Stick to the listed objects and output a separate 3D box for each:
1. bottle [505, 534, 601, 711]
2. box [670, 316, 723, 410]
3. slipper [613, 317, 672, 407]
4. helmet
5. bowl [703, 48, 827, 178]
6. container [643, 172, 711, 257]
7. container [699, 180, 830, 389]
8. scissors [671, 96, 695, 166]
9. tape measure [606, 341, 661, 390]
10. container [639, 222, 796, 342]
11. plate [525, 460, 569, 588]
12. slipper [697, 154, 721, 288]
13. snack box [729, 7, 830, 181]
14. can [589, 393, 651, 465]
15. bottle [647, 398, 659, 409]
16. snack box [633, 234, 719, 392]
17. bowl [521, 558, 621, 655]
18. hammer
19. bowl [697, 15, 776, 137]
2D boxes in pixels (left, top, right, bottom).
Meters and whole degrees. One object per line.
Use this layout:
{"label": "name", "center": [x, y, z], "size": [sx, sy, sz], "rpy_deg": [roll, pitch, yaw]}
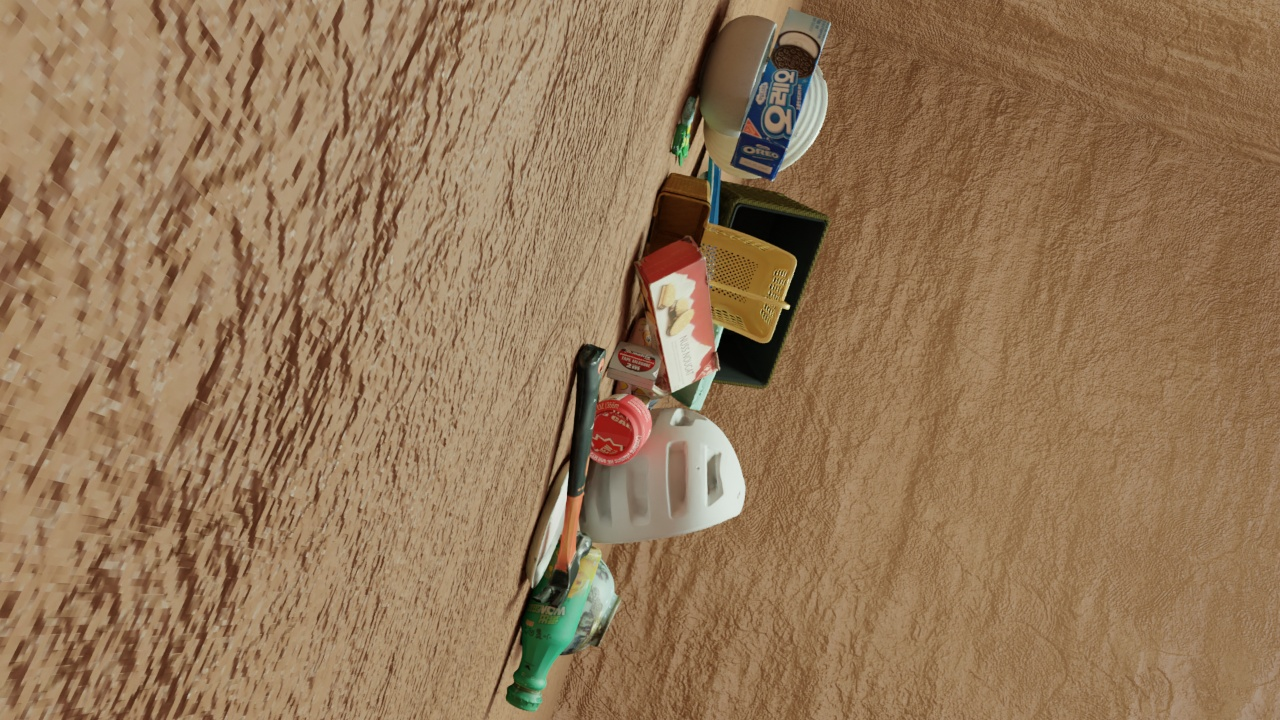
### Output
{"label": "bottle", "center": [-0.112, 0.324, 1.133], "size": [0.068, 0.068, 0.209], "rpy_deg": [66, 43, -84]}
{"label": "box", "center": [0.053, -0.020, 1.351], "size": [0.187, 0.033, 0.136], "rpy_deg": [36, -73, 55]}
{"label": "slipper", "center": [0.012, 0.019, 1.309], "size": [0.198, 0.081, 0.093], "rpy_deg": [100, 8, -51]}
{"label": "helmet", "center": [0.023, 0.170, 1.240], "size": [0.281, 0.225, 0.184], "rpy_deg": [-58, 131, -63]}
{"label": "bowl", "center": [0.141, -0.327, 1.162], "size": [0.070, 0.177, 0.177], "rpy_deg": [18, 91, -55]}
{"label": "container", "center": [0.046, -0.165, 1.086], "size": [0.114, 0.063, 0.061], "rpy_deg": [104, -1, -48]}
{"label": "container", "center": [0.157, -0.146, 1.581], "size": [0.205, 0.176, 0.322], "rpy_deg": [-117, -141, -58]}
{"label": "scissors", "center": [0.051, -0.260, 1.057], "size": [0.130, 0.014, 0.070], "rpy_deg": [35, 74, -84]}
{"label": "tape measure", "center": [-0.007, 0.006, 1.145], "size": [0.062, 0.060, 0.020], "rpy_deg": [-71, 177, -48]}
{"label": "container", "center": [0.103, -0.110, 1.213], "size": [0.167, 0.183, 0.129], "rpy_deg": [-86, -166, -80]}
{"label": "plate", "center": [-0.099, 0.180, 1.036], "size": [0.157, 0.014, 0.157], "rpy_deg": [22, 87, -86]}
{"label": "slipper", "center": [0.090, -0.228, 1.391], "size": [0.118, 0.060, 0.294], "rpy_deg": [88, 8, -64]}
{"label": "snack box", "center": [0.162, -0.308, 1.050], "size": [0.059, 0.059, 0.225], "rpy_deg": [109, 2, -60]}
{"label": "can", "center": [-0.028, 0.080, 1.098], "size": [0.142, 0.074, 0.074], "rpy_deg": [-20, 129, -84]}
{"label": "bottle", "center": [0.007, 0.048, 1.516], "size": [0.161, 0.056, 0.056], "rpy_deg": [100, 10, -63]}
{"label": "snack box", "center": [0.050, -0.047, 1.137], "size": [0.076, 0.044, 0.273], "rpy_deg": [-26, 151, -7]}
{"label": "bowl", "center": [-0.083, 0.336, 1.249], "size": [0.159, 0.094, 0.160], "rpy_deg": [-62, 174, -11]}
{"label": "hammer", "center": [-0.067, 0.123, 0.951], "size": [0.132, 0.033, 0.334], "rpy_deg": [-62, 164, -54]}
{"label": "bowl", "center": [0.104, -0.330, 1.055], "size": [0.132, 0.064, 0.132], "rpy_deg": [22, 87, -86]}
